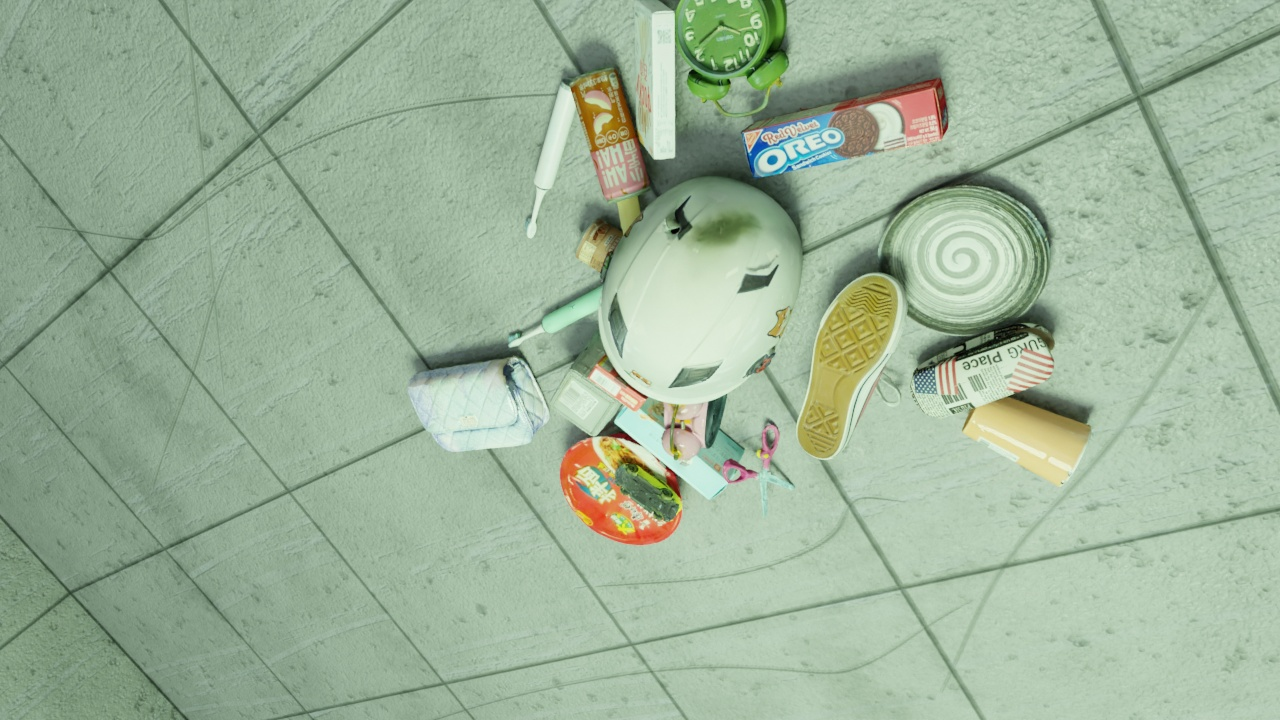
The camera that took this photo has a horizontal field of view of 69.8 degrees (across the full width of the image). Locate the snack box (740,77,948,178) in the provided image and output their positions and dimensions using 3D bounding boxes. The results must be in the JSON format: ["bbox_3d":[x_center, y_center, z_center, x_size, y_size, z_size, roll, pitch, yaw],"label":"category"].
[{"bbox_3d":[0.214,-0.244,0.973,0.208,0.058,0.057,-6,114,28],"label":"snack box"}]

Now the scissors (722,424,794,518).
[{"bbox_3d":[0.158,0.153,1.228,0.017,0.130,0.133,24,121,56],"label":"scissors"}]

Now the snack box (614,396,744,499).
[{"bbox_3d":[0.055,0.104,1.250,0.175,0.074,0.052,39,129,-1],"label":"snack box"}]

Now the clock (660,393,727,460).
[{"bbox_3d":[0.066,0.060,1.166,0.060,0.158,0.117,10,121,15],"label":"clock"}]

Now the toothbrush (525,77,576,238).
[{"bbox_3d":[-0.114,-0.246,1.146,0.026,0.026,0.222,59,140,38],"label":"toothbrush"}]

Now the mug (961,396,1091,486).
[{"bbox_3d":[0.441,0.085,1.059,0.123,0.078,0.078,25,127,15],"label":"mug"}]

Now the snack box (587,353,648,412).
[{"bbox_3d":[-0.007,0.007,1.171,0.075,0.152,0.026,36,118,1],"label":"snack box"}]

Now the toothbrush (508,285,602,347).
[{"bbox_3d":[-0.104,-0.060,1.256,0.225,0.026,0.027,-25,67,35],"label":"toothbrush"}]

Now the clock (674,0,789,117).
[{"bbox_3d":[0.095,-0.338,0.971,0.116,0.056,0.161,-4,117,29],"label":"clock"}]

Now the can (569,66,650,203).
[{"bbox_3d":[-0.035,-0.261,1.066,0.058,0.057,0.147,-10,105,30],"label":"can"}]

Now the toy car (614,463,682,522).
[{"bbox_3d":[0.011,0.178,1.263,0.105,0.032,0.048,33,129,18],"label":"toy car"}]

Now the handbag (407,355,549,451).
[{"bbox_3d":[-0.241,0.066,1.367,0.194,0.075,0.134,-10,114,29],"label":"handbag"}]

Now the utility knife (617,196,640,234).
[{"bbox_3d":[-0.009,-0.146,1.114,0.031,0.022,0.220,-10,86,7],"label":"utility knife"}]

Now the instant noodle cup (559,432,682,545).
[{"bbox_3d":[-0.018,0.176,1.336,0.194,0.065,0.194,13,124,19],"label":"instant noodle cup"}]

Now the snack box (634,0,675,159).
[{"bbox_3d":[0.016,-0.310,1.010,0.027,0.084,0.157,-7,122,-11],"label":"snack box"}]

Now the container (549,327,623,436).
[{"bbox_3d":[-0.056,0.031,1.233,0.090,0.114,0.090,34,128,2],"label":"container"}]

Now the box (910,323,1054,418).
[{"bbox_3d":[0.380,0.016,1.029,0.164,0.083,0.075,-24,128,40],"label":"box"}]

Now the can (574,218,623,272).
[{"bbox_3d":[-0.021,-0.127,1.155,0.116,0.058,0.059,32,128,4],"label":"can"}]

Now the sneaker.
[{"bbox_3d":[0.255,0.004,1.088,0.118,0.087,0.241,27,118,25],"label":"sneaker"}]

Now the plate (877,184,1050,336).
[{"bbox_3d":[0.355,-0.110,1.010,0.179,0.024,0.180,13,125,19],"label":"plate"}]

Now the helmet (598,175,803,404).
[{"bbox_3d":[0.065,-0.083,1.026,0.230,0.157,0.274,34,91,6],"label":"helmet"}]
